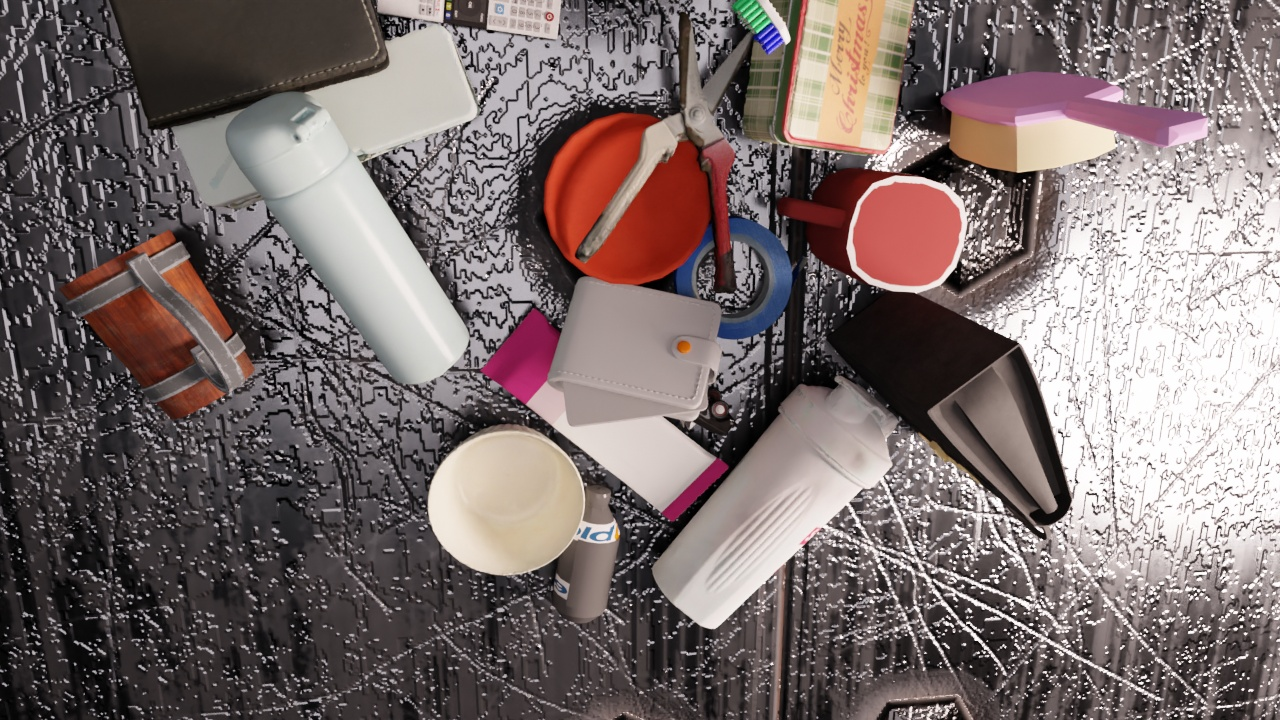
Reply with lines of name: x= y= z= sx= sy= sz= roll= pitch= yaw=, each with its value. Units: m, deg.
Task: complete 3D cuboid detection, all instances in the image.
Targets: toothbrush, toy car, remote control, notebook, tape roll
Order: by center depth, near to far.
toothbrush: x=0.010 y=-0.221 z=0.422 sx=0.016 sy=0.015 sz=0.186 roll=-39 pitch=105 yaw=9
notebook: x=-0.265 y=-0.270 z=0.587 sx=0.169 sy=0.029 sz=0.209 roll=-16 pitch=96 yaw=-2
remote control: x=-0.119 y=-0.247 z=0.639 sx=0.124 sy=0.011 sz=0.028 roll=6 pitch=104 yaw=-9
tape roll: x=0.071 y=-0.064 z=0.708 sx=0.093 sy=0.016 sz=0.091 roll=28 pitch=100 yaw=-13
toy car: x=0.031 y=0.029 z=0.716 sx=0.092 sy=0.040 sz=0.037 roll=31 pitch=100 yaw=-14

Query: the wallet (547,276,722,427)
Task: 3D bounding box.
wallet: x=-0.004 y=0.004 z=0.667 sx=0.118 sy=0.037 sz=0.115 roll=13 pitch=66 yaw=5

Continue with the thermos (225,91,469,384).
thermos: x=-0.192 y=-0.079 z=0.616 sx=0.065 sy=0.078 sz=0.207 roll=-56 pitch=133 yaw=-35

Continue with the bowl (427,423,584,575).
bowl: x=-0.102 y=0.099 z=0.706 sx=0.115 sy=0.062 sz=0.115 roll=-2 pitch=105 yaw=-7

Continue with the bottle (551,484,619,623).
bottle: x=-0.042 y=0.155 z=0.737 sx=0.047 sy=0.047 sz=0.112 roll=9 pitch=103 yaw=-9

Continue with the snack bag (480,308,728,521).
snack bag: x=-0.027 y=0.045 z=0.715 sx=0.196 sy=0.016 sz=0.070 roll=39 pitch=111 yaw=-9

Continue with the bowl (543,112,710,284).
bowl: x=-0.010 y=-0.119 z=0.674 sx=0.122 sy=0.035 sz=0.122 roll=-2 pitch=105 yaw=-7

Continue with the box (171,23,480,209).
box: x=-0.214 y=-0.169 z=0.630 sx=0.199 sy=0.067 sz=0.083 roll=-21 pitch=125 yaw=0

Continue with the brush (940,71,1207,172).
brush: x=0.281 y=-0.153 z=0.604 sx=0.089 sy=0.228 sz=0.043 roll=-14 pitch=114 yaw=-4

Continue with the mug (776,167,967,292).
mug: x=0.161 y=-0.100 z=0.669 sx=0.116 sy=0.096 sz=0.080 roll=9 pitch=103 yaw=-9

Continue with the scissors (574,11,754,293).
scissors: x=0.025 y=-0.132 z=0.648 sx=0.179 sy=0.015 sz=0.198 roll=-26 pitch=105 yaw=0

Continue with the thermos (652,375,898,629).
thermos: x=0.106 y=0.109 z=0.726 sx=0.099 sy=0.099 sz=0.221 roll=38 pitch=102 yaw=-15

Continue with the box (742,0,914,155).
box: x=0.138 y=-0.249 z=0.631 sx=0.117 sy=0.050 sz=0.206 roll=-1 pitch=106 yaw=-34

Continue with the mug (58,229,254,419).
mug: x=-0.318 y=-0.023 z=0.624 sx=0.081 sy=0.118 sz=0.111 roll=-42 pitch=114 yaw=-33

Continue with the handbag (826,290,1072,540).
handbag: x=0.249 y=0.058 z=0.684 sx=0.072 sy=0.175 sz=0.196 roll=-37 pitch=109 yaw=2
